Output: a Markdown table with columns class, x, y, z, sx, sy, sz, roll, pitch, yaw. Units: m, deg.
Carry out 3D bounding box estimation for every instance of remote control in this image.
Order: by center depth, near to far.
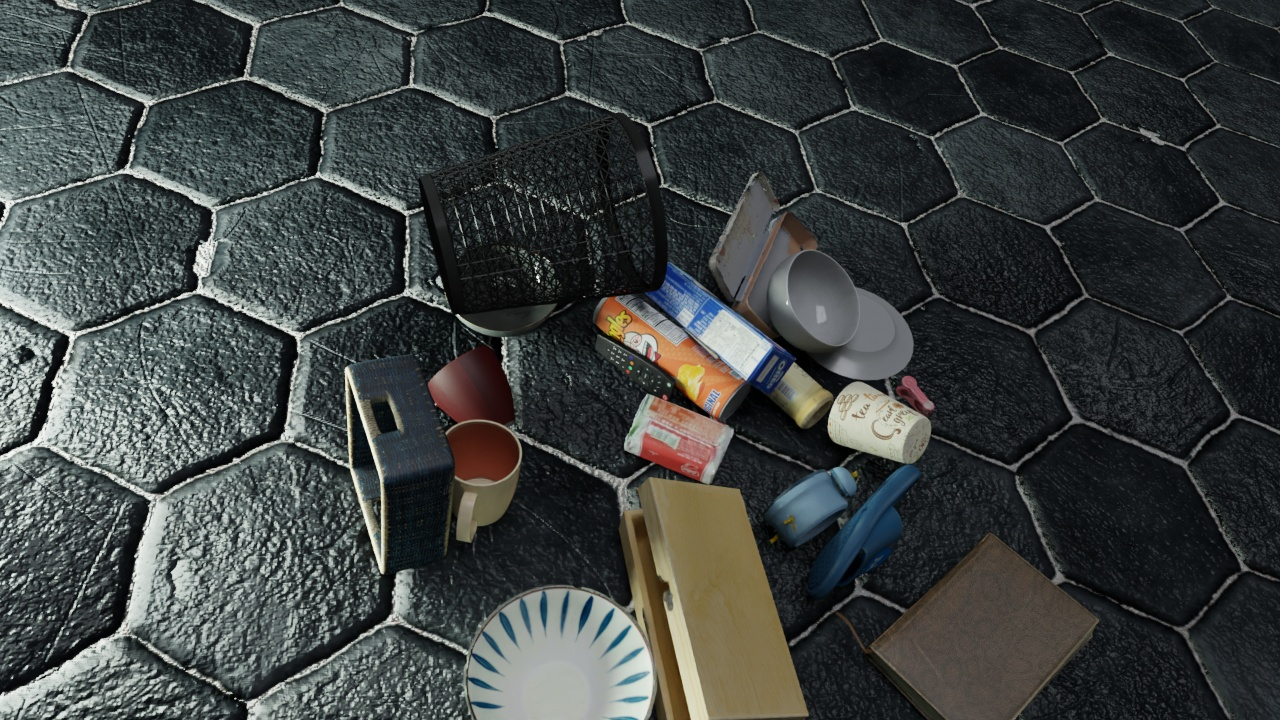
| class | x | y | z | sx | sy | sz | roll | pitch | yaw |
| --- | --- | --- | --- | --- | --- | --- | --- | --- | --- |
| remote control | -0.007 | 0.007 | 1.146 | 0.125 | 0.039 | 0.010 | 35 | 43 | 24 |

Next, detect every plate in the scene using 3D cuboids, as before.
| class | x | y | z | sx | sy | sz | roll | pitch | yaw |
| --- | --- | --- | --- | --- | --- | --- | --- | --- | --- |
| plate | 0.294 | -0.048 | 1.259 | 0.172 | 0.019 | 0.172 | 5 | 51 | -7 |

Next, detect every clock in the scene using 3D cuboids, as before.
| class | x | y | z | sx | sy | sz | roll | pitch | yaw |
| --- | --- | --- | --- | --- | --- | --- | --- | --- | --- |
| clock | 0.196 | 0.161 | 1.028 | 0.124 | 0.089 | 0.051 | -25 | 65 | -25 |

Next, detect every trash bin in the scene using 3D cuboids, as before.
| class | x | y | z | sx | sy | sz | roll | pitch | yaw |
| --- | --- | --- | --- | --- | --- | --- | --- | --- | --- |
| trash bin | -0.120 | -0.160 | 1.083 | 0.243 | 0.217 | 0.216 | -15 | 55 | -14 |

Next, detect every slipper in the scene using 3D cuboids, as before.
| class | x | y | z | sx | sy | sz | roll | pitch | yaw |
| --- | --- | --- | --- | --- | --- | --- | --- | --- | --- |
| slipper | 0.257 | 0.189 | 1.011 | 0.059 | 0.104 | 0.213 | 40 | 51 | 17 |

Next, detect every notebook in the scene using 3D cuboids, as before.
| class | x | y | z | sx | sy | sz | roll | pitch | yaw |
| --- | --- | --- | --- | --- | --- | --- | --- | --- | --- |
| notebook | 0.346 | 0.284 | 0.977 | 0.215 | 0.035 | 0.190 | -34 | 60 | -24 |

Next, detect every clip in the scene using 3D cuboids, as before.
| class | x | y | z | sx | sy | sz | roll | pitch | yaw |
| --- | --- | --- | --- | --- | --- | --- | --- | --- | --- |
| clip | 0.358 | 0.044 | 1.187 | 0.022 | 0.038 | 0.059 | -22 | 62 | -30 |

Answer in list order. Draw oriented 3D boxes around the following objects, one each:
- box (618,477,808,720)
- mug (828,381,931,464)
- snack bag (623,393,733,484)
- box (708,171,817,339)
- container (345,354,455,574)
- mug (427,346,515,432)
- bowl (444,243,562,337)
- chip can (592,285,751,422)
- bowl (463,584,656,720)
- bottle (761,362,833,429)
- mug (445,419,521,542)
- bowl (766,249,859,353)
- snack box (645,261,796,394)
| class | x | y | z | sx | sy | sz | roll | pitch | yaw |
| --- | --- | --- | --- | --- | --- | --- | --- | --- | --- |
| box | 0.072 | 0.245 | 0.919 | 0.140 | 0.123 | 0.248 | -5 | 54 | -11 |
| mug | 0.300 | 0.085 | 1.109 | 0.097 | 0.122 | 0.081 | 25 | 88 | 43 |
| snack bag | 0.045 | 0.093 | 1.087 | 0.116 | 0.036 | 0.076 | 22 | 50 | 7 |
| box | 0.167 | -0.146 | 1.248 | 0.154 | 0.059 | 0.215 | 46 | 48 | -22 |
| container | -0.242 | 0.106 | 0.923 | 0.071 | 0.188 | 0.145 | -12 | 55 | -24 |
| mug | -0.196 | 0.052 | 1.057 | 0.114 | 0.087 | 0.088 | -36 | 82 | -2 |
| bowl | -0.175 | -0.078 | 1.169 | 0.150 | 0.057 | 0.150 | 5 | 51 | -7 |
| chip can | 0.037 | -0.010 | 1.151 | 0.210 | 0.062 | 0.062 | 38 | 54 | 19 |
| bowl | -0.077 | 0.308 | 0.867 | 0.177 | 0.071 | 0.177 | 5 | 50 | -6 |
| bottle | 0.167 | 0.014 | 1.161 | 0.056 | 0.057 | 0.162 | -31 | 63 | -30 |
| mug | -0.173 | 0.136 | 0.966 | 0.085 | 0.105 | 0.111 | 11 | 51 | -2 |
| bowl | 0.217 | -0.072 | 1.196 | 0.131 | 0.065 | 0.131 | 13 | 67 | -32 |
| snack box | 0.094 | -0.045 | 1.145 | 0.059 | 0.059 | 0.226 | -53 | 46 | 7 |
